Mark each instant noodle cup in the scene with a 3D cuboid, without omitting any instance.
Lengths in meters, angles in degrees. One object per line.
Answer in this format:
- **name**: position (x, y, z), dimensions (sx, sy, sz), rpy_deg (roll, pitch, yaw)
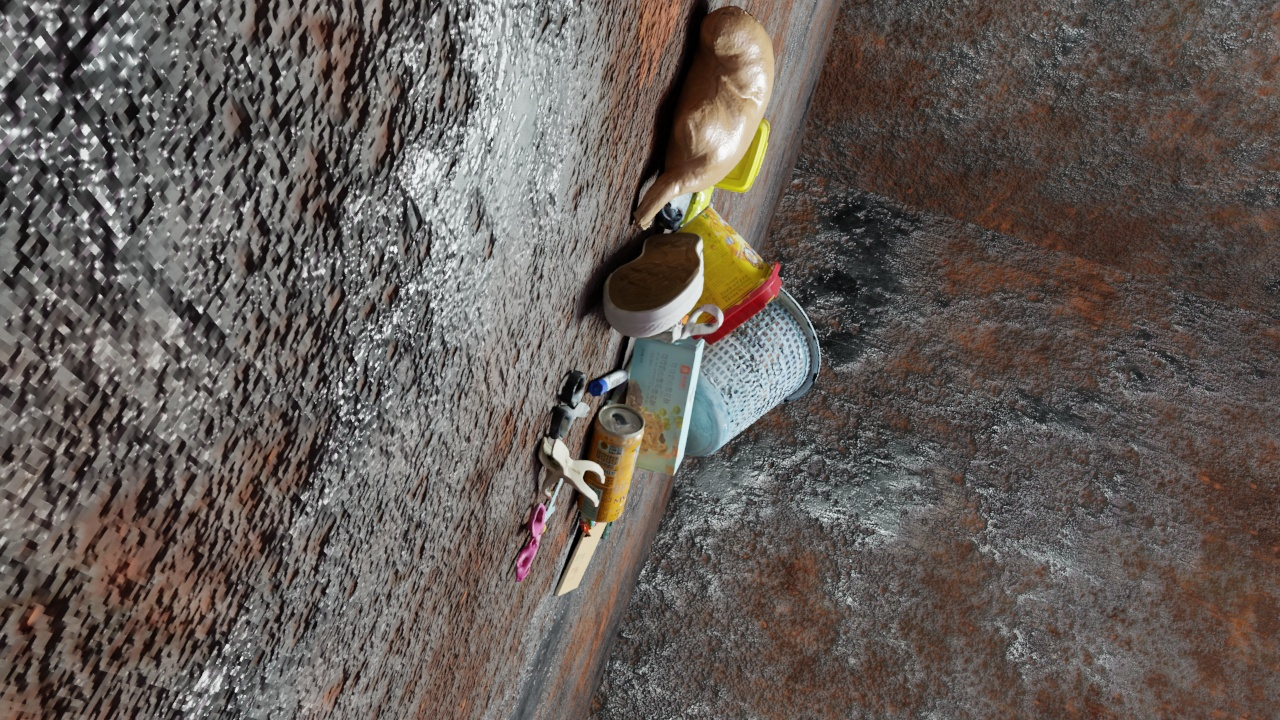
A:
- **instant noodle cup**: position (0.082, -0.101, 1.042), dimensions (0.116, 0.123, 0.116), rpy_deg (-37, -174, 22)

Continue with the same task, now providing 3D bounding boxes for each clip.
- **clip**: position (-0.059, 0.104, 0.847), dimensions (0.102, 0.095, 0.035), rpy_deg (116, -8, -61)

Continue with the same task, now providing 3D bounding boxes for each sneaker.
- **sneaker**: position (0.022, -0.058, 0.897), dimensions (0.240, 0.118, 0.088), rpy_deg (-66, 153, -67)

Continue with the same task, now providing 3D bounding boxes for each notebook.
- **notebook**: position (-0.060, 0.228, 1.290), dimensions (0.148, 0.008, 0.207), rpy_deg (53, 61, -79)

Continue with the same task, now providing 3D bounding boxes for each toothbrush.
- **toothbrush**: position (-0.007, 0.007, 1.147), dimensions (0.029, 0.020, 0.189), rpy_deg (59, 36, -26)

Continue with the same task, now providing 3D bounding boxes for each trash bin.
- **trash bin**: position (0.097, 0.015, 1.235), dimensions (0.194, 0.226, 0.227), rpy_deg (-42, 156, -37)

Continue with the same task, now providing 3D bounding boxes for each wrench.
- **wrench**: position (-0.041, 0.197, 1.392), dimensions (0.274, 0.016, 0.056), rpy_deg (100, 12, -50)

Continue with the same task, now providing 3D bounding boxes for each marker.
- **marker**: position (-0.034, 0.023, 1.009), dimensions (0.145, 0.017, 0.017), rpy_deg (-26, 135, -79)

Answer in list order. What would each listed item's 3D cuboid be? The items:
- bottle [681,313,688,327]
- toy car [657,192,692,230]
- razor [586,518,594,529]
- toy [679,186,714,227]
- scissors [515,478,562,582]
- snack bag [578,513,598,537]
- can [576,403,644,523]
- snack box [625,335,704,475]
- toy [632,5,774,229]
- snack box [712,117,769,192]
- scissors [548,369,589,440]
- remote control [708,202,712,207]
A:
- **bottle**: position (0.032, -0.065, 1.103), dimensions (0.149, 0.067, 0.067), rpy_deg (9, 101, -75)
- **toy car**: position (0.037, -0.173, 0.966), dimensions (0.105, 0.031, 0.049), rpy_deg (67, 41, -76)
- **razor**: position (-0.049, 0.148, 1.162), dimensions (0.043, 0.028, 0.132), rpy_deg (39, 67, -80)
- **toy**: position (0.071, -0.199, 1.137), dimensions (0.097, 0.031, 0.100), rpy_deg (102, 10, -66)
- **scissors**: position (-0.100, 0.169, 0.915), dimensions (0.135, 0.017, 0.108), rpy_deg (-15, 121, -85)
- **snack bag**: position (-0.058, 0.180, 1.195), dimensions (0.045, 0.026, 0.105), rpy_deg (65, 43, -75)
- **can**: position (-0.036, 0.123, 1.083), dimensions (0.058, 0.058, 0.146), rpy_deg (-60, 167, -53)
- **snack box**: position (0.023, 0.049, 1.102), dimensions (0.051, 0.074, 0.175), rpy_deg (-54, 156, -62)
- **toy**: position (0.064, -0.221, 0.879), dimensions (0.143, 0.082, 0.226), rpy_deg (15, 97, -63)
- **snack box**: position (0.104, -0.256, 1.084), dimensions (0.080, 0.082, 0.091), rpy_deg (-85, -170, -62)
- **scissors**: position (-0.067, 0.055, 0.889), dimensions (0.176, 0.014, 0.132), rpy_deg (104, 8, -53)
- **remote control**: position (0.066, -0.157, 1.187), dimensions (0.149, 0.021, 0.058), rpy_deg (-70, -175, -57)
